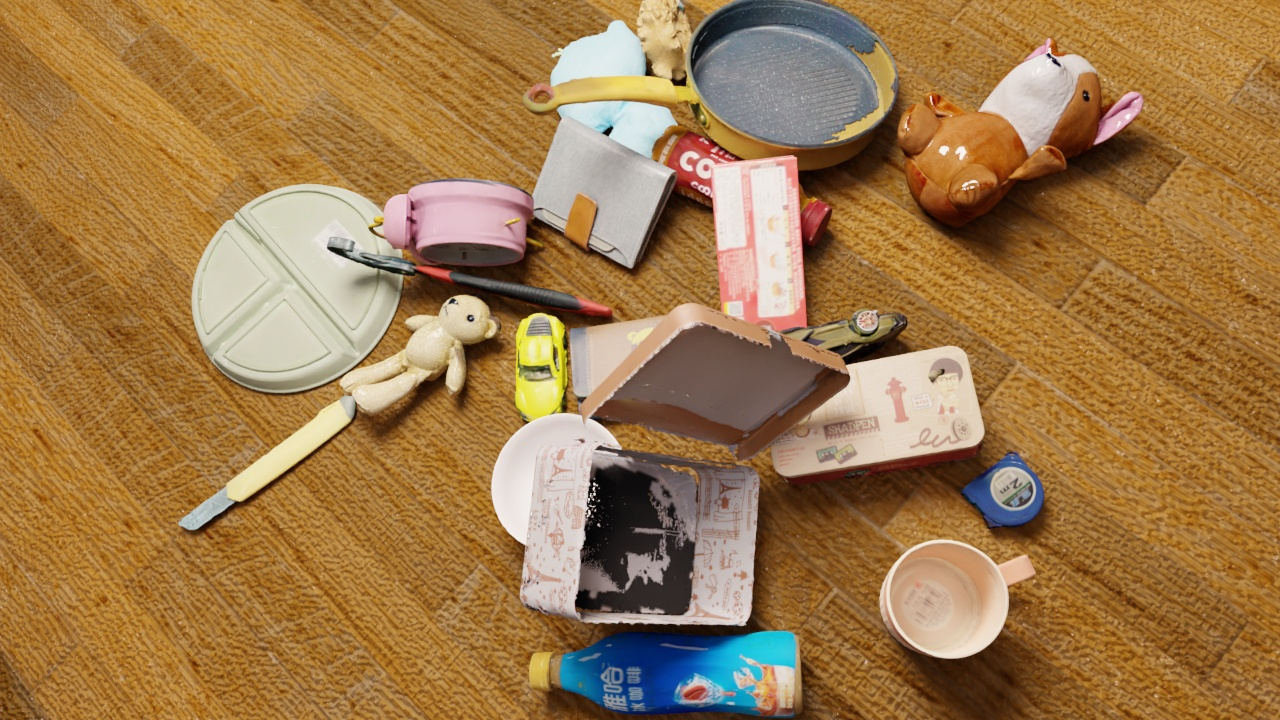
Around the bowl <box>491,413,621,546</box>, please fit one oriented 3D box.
[{"bbox_3d":[-0.063,0.111,0.798,0.118,0.065,0.118,-3,72,10],"label":"bowl"}]

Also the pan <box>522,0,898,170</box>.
[{"bbox_3d":[0.067,-0.248,0.827,0.357,0.078,0.197,-18,63,-13],"label":"pan"}]

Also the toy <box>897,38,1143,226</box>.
[{"bbox_3d":[0.325,-0.209,0.803,0.199,0.131,0.140,-27,64,-9],"label":"toy"}]

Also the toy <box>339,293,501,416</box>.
[{"bbox_3d":[-0.207,-0.008,0.861,0.157,0.066,0.105,-35,53,-10],"label":"toy"}]

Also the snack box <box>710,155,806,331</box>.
[{"bbox_3d":[0.106,-0.101,0.815,0.075,0.025,0.153,-3,102,12],"label":"snack box"}]

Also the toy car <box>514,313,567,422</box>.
[{"bbox_3d":[-0.094,0.007,0.854,0.048,0.032,0.105,-4,74,9],"label":"toy car"}]

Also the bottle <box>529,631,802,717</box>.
[{"bbox_3d":[0.019,0.251,0.739,0.219,0.065,0.065,-2,72,10],"label":"bottle"}]

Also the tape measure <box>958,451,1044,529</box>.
[{"bbox_3d":[0.300,0.110,0.752,0.058,0.025,0.054,-37,72,2],"label":"tape measure"}]

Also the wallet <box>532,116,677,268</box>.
[{"bbox_3d":[-0.041,-0.158,0.875,0.130,0.036,0.107,32,109,20],"label":"wallet"}]

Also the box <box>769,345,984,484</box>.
[{"bbox_3d":[0.194,0.049,0.772,0.168,0.076,0.091,-11,72,13],"label":"box"}]

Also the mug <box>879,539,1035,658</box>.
[{"bbox_3d":[0.240,0.178,0.699,0.114,0.106,0.081,-24,70,2],"label":"mug"}]

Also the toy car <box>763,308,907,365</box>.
[{"bbox_3d":[0.153,-0.012,0.793,0.158,0.070,0.042,-13,76,7],"label":"toy car"}]

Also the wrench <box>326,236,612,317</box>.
[{"bbox_3d":[-0.159,-0.076,0.864,0.273,0.056,0.016,14,82,0],"label":"wrench"}]

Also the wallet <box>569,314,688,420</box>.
[{"bbox_3d":[-0.005,0.005,0.840,0.115,0.033,0.090,-9,71,4],"label":"wallet"}]

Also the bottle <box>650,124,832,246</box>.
[{"bbox_3d":[0.093,-0.161,0.858,0.175,0.057,0.057,29,80,18],"label":"bottle"}]

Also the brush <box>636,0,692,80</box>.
[{"bbox_3d":[0.033,-0.397,0.941,0.046,0.083,0.254,-10,61,31],"label":"brush"}]

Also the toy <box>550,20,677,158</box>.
[{"bbox_3d":[-0.033,-0.260,0.917,0.156,0.050,0.161,29,84,7],"label":"toy"}]

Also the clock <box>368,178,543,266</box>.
[{"bbox_3d":[-0.179,-0.127,0.869,0.158,0.117,0.059,1,84,9],"label":"clock"}]

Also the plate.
[{"bbox_3d":[-0.353,-0.080,0.932,0.230,0.027,0.230,-3,73,9],"label":"plate"}]

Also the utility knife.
[{"bbox_3d":[-0.356,0.099,0.880,0.204,0.021,0.031,-35,67,-9],"label":"utility knife"}]

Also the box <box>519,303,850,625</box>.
[{"bbox_3d":[0.028,0.085,0.700,0.134,0.179,0.271,39,109,50],"label":"box"}]
